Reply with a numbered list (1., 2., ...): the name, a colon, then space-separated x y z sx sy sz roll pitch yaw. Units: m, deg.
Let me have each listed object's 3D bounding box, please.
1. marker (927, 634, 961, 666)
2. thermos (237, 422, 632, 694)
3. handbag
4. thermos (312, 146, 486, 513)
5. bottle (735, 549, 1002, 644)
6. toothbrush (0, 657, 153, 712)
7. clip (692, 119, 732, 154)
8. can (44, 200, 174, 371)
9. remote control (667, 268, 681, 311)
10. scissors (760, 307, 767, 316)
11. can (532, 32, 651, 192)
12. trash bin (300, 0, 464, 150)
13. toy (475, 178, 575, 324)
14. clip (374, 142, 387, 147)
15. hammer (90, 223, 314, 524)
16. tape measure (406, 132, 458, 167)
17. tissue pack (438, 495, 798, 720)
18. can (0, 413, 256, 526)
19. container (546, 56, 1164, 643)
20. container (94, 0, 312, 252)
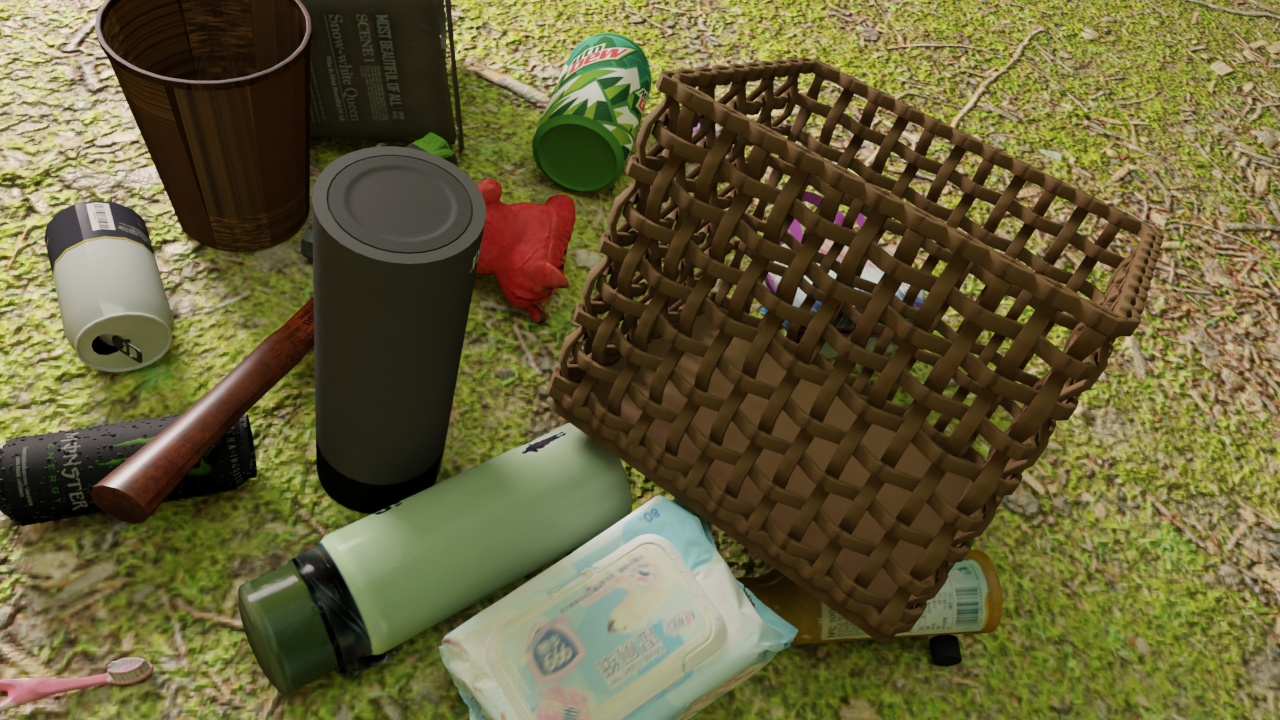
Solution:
1. marker: 0.202 0.139 0.644 0.019 0.019 0.145 8 51 -7
2. thermos: -0.118 0.117 0.553 0.230 0.082 0.082 -24 62 -28
3. handbag: 0.162 -0.088 0.773 0.144 0.068 0.169 0 54 -15
4. thermos: -0.147 -0.003 0.535 0.082 0.241 0.082 9 50 -12
5. bottle: 0.130 0.153 0.585 0.186 0.053 0.053 -3 53 -3
6. toothbrush: -0.335 0.179 0.490 0.134 0.016 0.021 -8 53 -19
7. clip: 0.073 -0.218 0.897 0.041 0.014 0.052 -1 55 -14
8. can: -0.363 -0.048 0.629 0.064 0.064 0.127 -17 58 -24
9. remote control: 0.051 -0.023 0.737 0.032 0.015 0.136 -11 56 -21
10. scissors: 0.161 -0.054 0.792 0.134 0.015 0.066 -16 61 -21
11. can: -0.041 -0.227 0.831 0.083 0.083 0.143 16 51 -1
12. trash bin: -0.270 -0.294 0.770 0.220 0.198 0.197 -5 55 -10
13. toy: -0.116 -0.082 0.707 0.133 0.088 0.094 1 64 -11
14. clip: -0.227 -0.161 0.775 0.060 0.024 0.039 -29 64 -26
15. hammer: -0.237 -0.003 0.597 0.111 0.028 0.299 20 35 2
16. tape measure: -0.183 -0.155 0.757 0.036 0.059 0.065 30 54 12
17. tissue pack: -0.013 0.161 0.521 0.181 0.070 0.112 -32 64 -12
18. can: -0.311 0.064 0.561 0.137 0.054 0.054 -8 55 -19
19. container: 0.126 -0.025 0.559 0.251 0.215 0.218 34 32 18
20. container: -0.304 -0.174 0.674 0.132 0.168 0.132 6 52 -8
